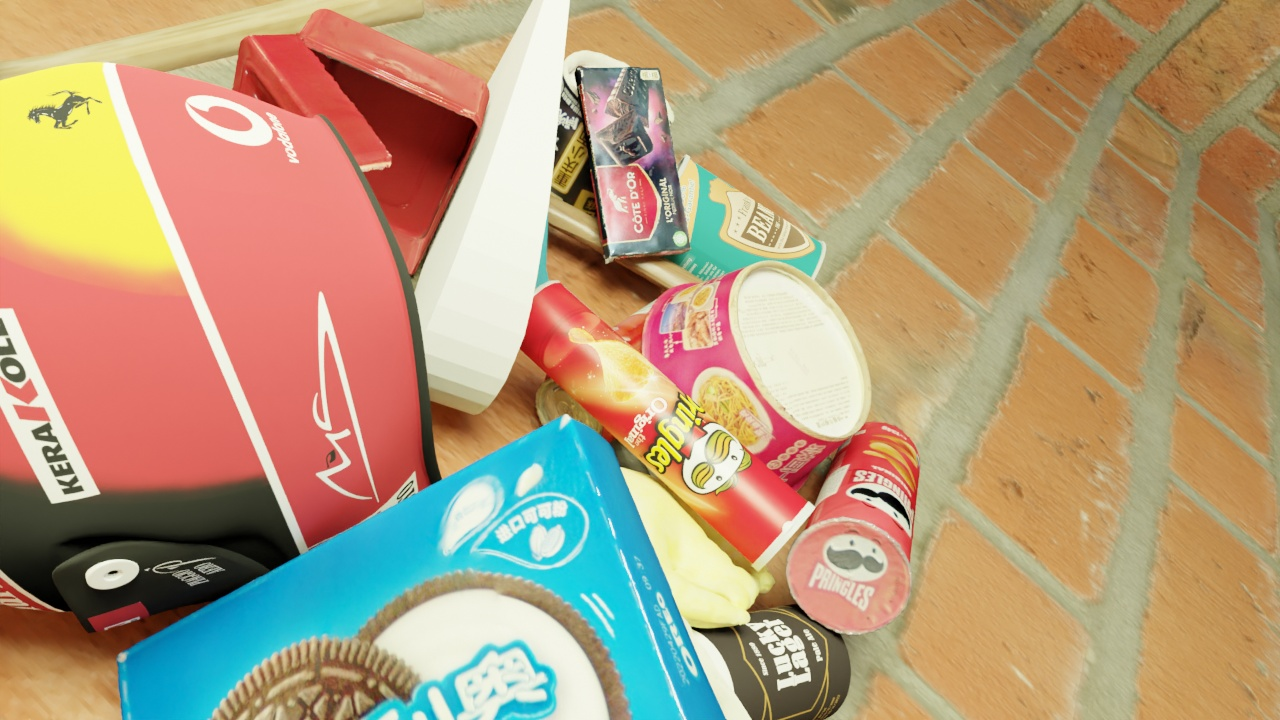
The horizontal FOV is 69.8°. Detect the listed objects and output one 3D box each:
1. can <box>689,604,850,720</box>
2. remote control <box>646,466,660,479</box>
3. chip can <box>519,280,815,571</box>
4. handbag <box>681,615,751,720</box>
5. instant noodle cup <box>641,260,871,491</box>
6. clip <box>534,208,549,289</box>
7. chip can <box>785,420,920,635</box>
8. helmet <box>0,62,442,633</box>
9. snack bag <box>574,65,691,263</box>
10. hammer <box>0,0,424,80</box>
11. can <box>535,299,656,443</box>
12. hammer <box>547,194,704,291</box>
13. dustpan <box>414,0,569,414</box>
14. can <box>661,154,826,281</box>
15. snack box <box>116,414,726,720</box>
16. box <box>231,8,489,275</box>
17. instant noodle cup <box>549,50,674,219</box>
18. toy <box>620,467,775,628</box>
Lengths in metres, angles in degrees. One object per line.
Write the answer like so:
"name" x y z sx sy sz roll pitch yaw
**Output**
"can" 0.062 0.186 0.539 0.128 0.072 0.072 5 49 -44
"remote control" 0.069 0.073 0.699 0.143 0.024 0.049 -5 55 -39
"chip can" 0.009 0.037 0.568 0.215 0.052 0.051 42 40 12
"handbag" 0.022 0.225 0.423 0.096 0.142 0.198 -19 72 -47
"instant noodle cup" 0.093 0.005 0.658 0.178 0.078 0.178 22 52 -32
"clip" -0.073 -0.056 0.688 0.121 0.031 0.130 25 67 -23
"chip can" 0.158 0.105 0.645 0.073 0.073 0.232 43 21 6
"helmet" -0.218 0.008 0.407 0.224 0.272 0.197 -20 55 -22
"snack bag" -0.006 -0.157 0.726 0.074 0.018 0.155 -9 89 -26
"hammer" -0.296 -0.200 0.585 0.322 0.051 0.117 -23 57 -22
"can" -0.004 0.004 0.679 0.067 0.067 0.169 45 40 9
"hammer" -0.084 -0.128 0.743 0.328 0.052 0.097 28 41 -5
"dustpan" -0.092 -0.096 0.596 0.053 0.192 0.257 20 72 -19
"can" 0.074 -0.099 0.807 0.144 0.099 0.099 31 41 -7
"snack box" -0.087 0.159 0.362 0.195 0.239 0.056 66 9 30
"box" -0.187 -0.130 0.608 0.147 0.158 0.155 49 43 12
"instant noodle cup" -0.043 -0.194 0.804 0.137 0.113 0.137 19 43 -19
"toy" 0.007 0.110 0.564 0.155 0.065 0.170 29 8 16
